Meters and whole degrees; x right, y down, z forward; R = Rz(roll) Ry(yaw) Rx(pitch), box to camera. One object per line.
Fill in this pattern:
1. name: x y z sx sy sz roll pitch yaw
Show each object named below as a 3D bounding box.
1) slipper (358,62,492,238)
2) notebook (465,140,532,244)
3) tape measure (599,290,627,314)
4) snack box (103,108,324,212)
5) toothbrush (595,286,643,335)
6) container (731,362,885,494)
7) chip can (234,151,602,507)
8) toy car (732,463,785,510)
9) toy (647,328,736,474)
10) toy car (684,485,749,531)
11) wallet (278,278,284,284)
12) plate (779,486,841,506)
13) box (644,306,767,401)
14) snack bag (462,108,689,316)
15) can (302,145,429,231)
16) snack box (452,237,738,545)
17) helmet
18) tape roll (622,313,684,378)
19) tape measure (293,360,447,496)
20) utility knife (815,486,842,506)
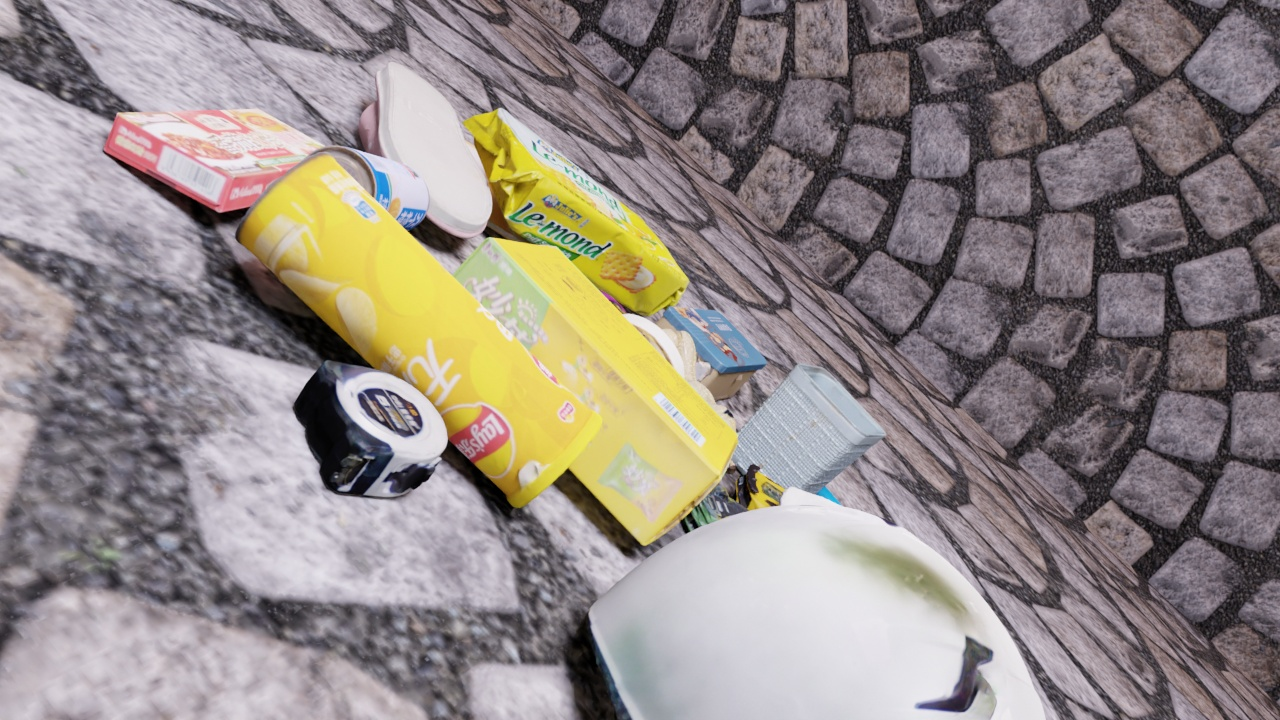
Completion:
1. slipper: -0.196 -0.184 0.814 0.114 0.054 0.274 28 25 -38
2. notebook: -0.145 -0.172 0.972 0.145 0.010 0.206 31 20 -34
3. tape measure: -0.036 -0.033 0.829 0.058 0.039 0.057 49 18 6
4. snack box: -0.253 -0.130 0.580 0.075 0.025 0.152 29 17 -1
5. toothbrush: -0.044 -0.085 0.976 0.180 0.016 0.016 53 9 33
6. container: 0.149 0.073 0.851 0.090 0.112 0.090 50 19 22
7. chip can: -0.119 -0.015 0.511 0.213 0.072 0.072 45 17 -7
8. toy car: 0.136 0.150 0.760 0.156 0.041 0.071 43 18 -4
9. toy: 0.043 0.031 0.797 0.105 0.066 0.157 24 31 -32
10. toy car: 0.072 0.127 0.677 0.091 0.036 0.043 33 18 -28
11. wallet: -0.180 -0.050 0.580 0.115 0.024 0.087 24 20 -46
12. plate: 0.176 0.179 0.706 0.164 0.034 0.163 28 41 -42
13. box: 0.067 -0.005 0.952 0.090 0.062 0.184 47 19 13
14. snack bag: -0.065 -0.141 0.911 0.246 0.068 0.158 34 16 -37
15. can: -0.187 -0.115 0.635 0.053 0.053 0.134 41 7 -3
16. snack box: -0.031 0.013 0.633 0.210 0.070 0.157 45 11 4
17. helmet: 0.112 0.166 0.465 0.274 0.157 0.230 29 22 -36
18. tape roll: -0.004 0.004 0.733 0.086 0.086 0.013 44 45 6
19. tape measure: -0.131 0.036 0.457 0.066 0.034 0.065 18 31 -48
20. utility knife: 0.221 0.184 0.896 0.218 0.018 0.034 51 17 31
